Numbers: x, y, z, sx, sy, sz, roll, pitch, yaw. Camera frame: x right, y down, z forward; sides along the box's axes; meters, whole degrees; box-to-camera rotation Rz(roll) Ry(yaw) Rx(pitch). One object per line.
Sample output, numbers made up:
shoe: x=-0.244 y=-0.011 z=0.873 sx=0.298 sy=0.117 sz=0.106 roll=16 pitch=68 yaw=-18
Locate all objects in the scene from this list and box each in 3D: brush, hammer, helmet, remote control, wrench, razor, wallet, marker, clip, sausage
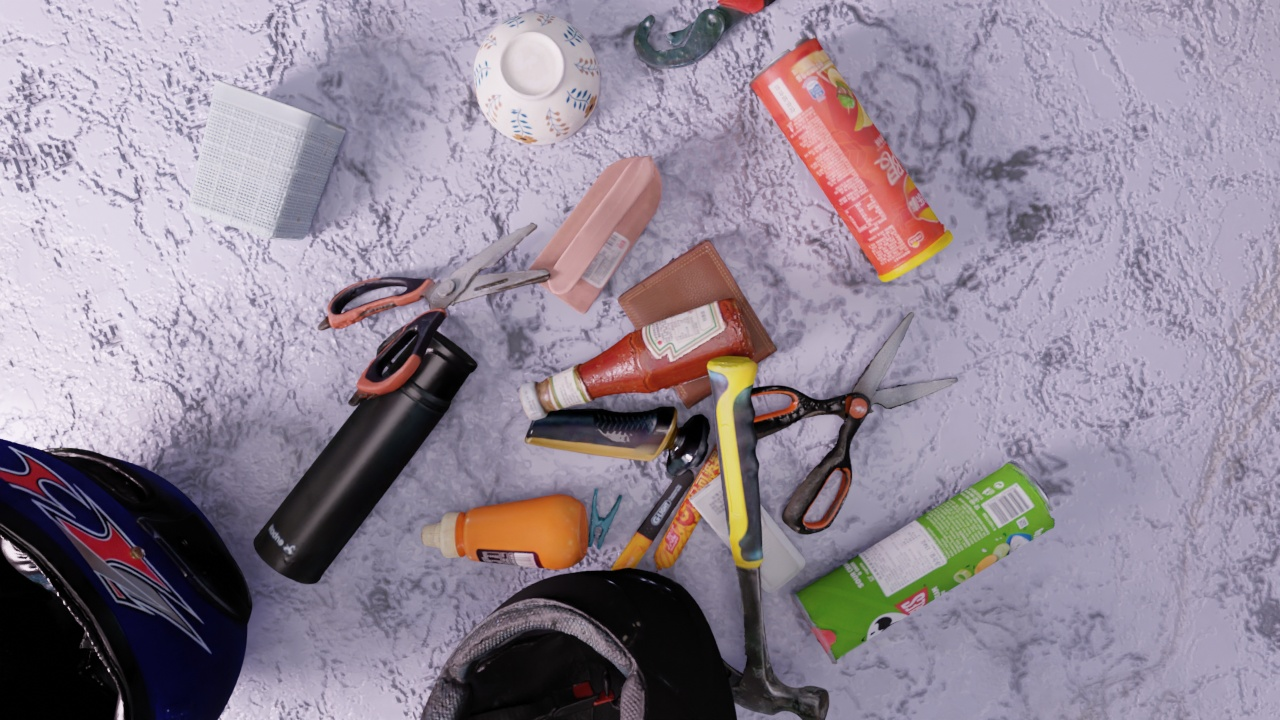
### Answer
brush: x=-0.032 y=-0.116 z=0.802 sx=0.063 sy=0.073 sz=0.145 roll=36 pitch=90 yaw=-2
hammer: x=0.087 y=0.155 z=0.784 sx=0.126 sy=0.031 sz=0.323 roll=2 pitch=106 yaw=31
helmet: x=-0.032 y=0.303 z=0.752 sx=0.234 sy=0.229 sz=0.275 roll=-8 pitch=103 yaw=29
remote control: x=0.099 y=0.156 z=0.834 sx=0.049 sy=0.024 sz=0.125 roll=-39 pitch=105 yaw=0
helmet: x=-0.457 y=0.187 z=0.724 sx=0.247 sy=0.240 sz=0.315 roll=-25 pitch=104 yaw=1
wrench: x=0.115 y=-0.344 z=0.819 sx=0.273 sy=0.016 sz=0.056 roll=-33 pitch=94 yaw=2
razor: x=-0.022 y=0.070 z=0.828 sx=0.167 sy=0.062 sz=0.068 roll=4 pitch=124 yaw=4
wallet: x=0.051 y=-0.033 z=0.830 sx=0.101 sy=0.032 sz=0.124 roll=-33 pitch=93 yaw=4
marker: x=0.011 y=0.152 z=0.847 sx=0.018 sy=0.015 sz=0.124 roll=34 pitch=91 yaw=-7
clip: x=-0.037 y=0.147 z=0.847 sx=0.038 sy=0.013 sz=0.055 roll=17 pitch=91 yaw=-1
sausage: x=0.055 y=0.123 z=0.843 sx=0.021 sy=0.021 sz=0.165 roll=28 pitch=92 yaw=-3

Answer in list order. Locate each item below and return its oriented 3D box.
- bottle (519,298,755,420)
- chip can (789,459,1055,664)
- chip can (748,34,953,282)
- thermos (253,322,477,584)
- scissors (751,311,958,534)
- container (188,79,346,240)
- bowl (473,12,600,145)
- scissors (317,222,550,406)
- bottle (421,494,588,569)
bottle: x=-0.005 y=0.005 z=0.794 sx=0.206 sy=0.059 sz=0.060 roll=-19 pitch=93 yaw=8
chip can: x=0.253 y=0.181 z=0.824 sx=0.236 sy=0.072 sz=0.072 roll=-32 pitch=93 yaw=1
chip can: x=0.182 y=-0.174 z=0.802 sx=0.073 sy=0.073 sz=0.216 roll=-36 pitch=93 yaw=1
thermos: x=-0.248 y=0.076 z=0.820 sx=0.090 sy=0.068 sz=0.242 roll=37 pitch=90 yaw=29
scissors: x=0.176 y=0.054 z=0.831 sx=0.228 sy=0.021 sz=0.221 roll=12 pitch=97 yaw=-12
container: x=-0.322 y=-0.166 z=0.787 sx=0.090 sy=0.090 sz=0.111 roll=19 pitch=95 yaw=-2
bowl: x=-0.092 y=-0.249 z=0.799 sx=0.113 sy=0.062 sz=0.113 roll=0 pitch=95 yaw=-1
scissors: x=-0.184 y=-0.048 z=0.793 sx=0.189 sy=0.015 sz=0.226 roll=23 pitch=71 yaw=31
bottle: x=-0.124 y=0.155 z=0.825 sx=0.149 sy=0.066 sz=0.067 roll=-3 pitch=93 yaw=6
